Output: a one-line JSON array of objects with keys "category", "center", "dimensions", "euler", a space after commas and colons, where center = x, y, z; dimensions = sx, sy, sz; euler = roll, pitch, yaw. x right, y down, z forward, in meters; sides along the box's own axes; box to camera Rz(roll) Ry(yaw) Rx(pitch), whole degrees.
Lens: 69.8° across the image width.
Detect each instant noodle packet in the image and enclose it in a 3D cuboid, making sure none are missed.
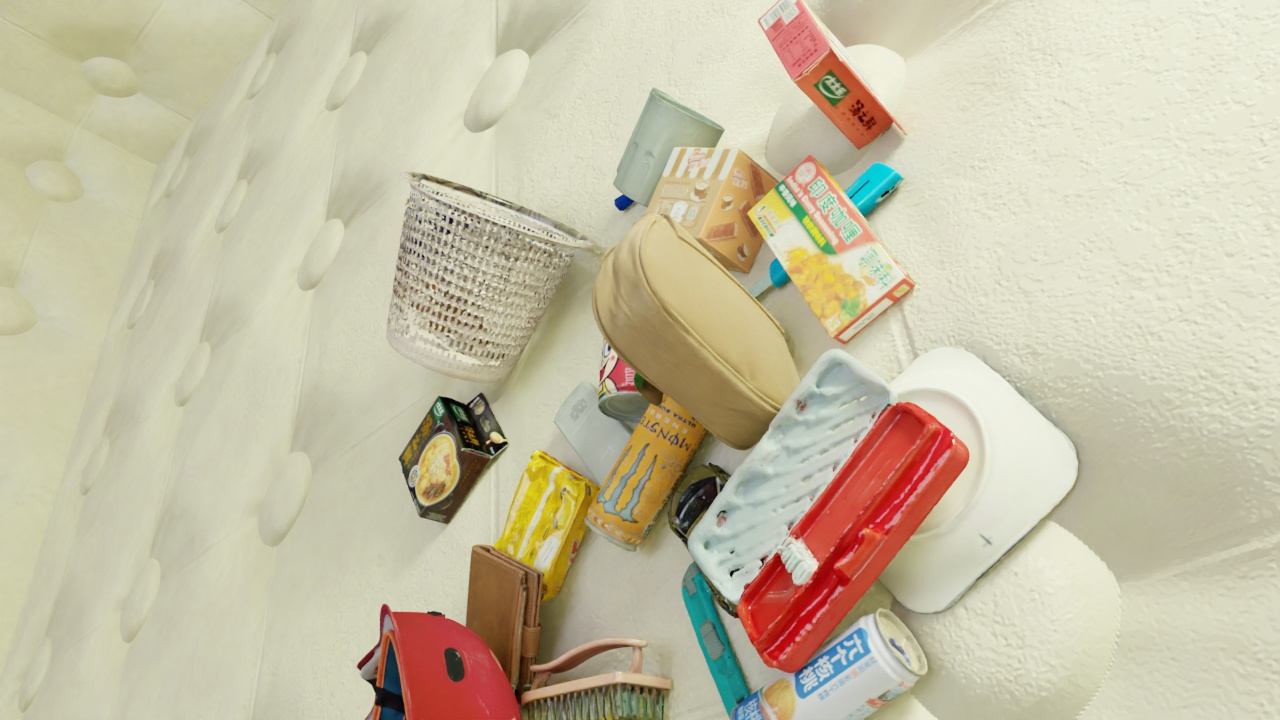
[{"category": "instant noodle packet", "center": [-0.095, 0.165, 0.910], "dimensions": [0.111, 0.044, 0.128], "euler": [22, 87, 49]}]

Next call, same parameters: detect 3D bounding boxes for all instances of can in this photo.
[{"category": "can", "center": [-0.005, 0.005, 0.888], "dimensions": [0.067, 0.066, 0.093], "euler": [-20, 54, 39]}, {"category": "can", "center": [0.009, 0.095, 0.823], "dimensions": [0.058, 0.058, 0.146], "euler": [30, 89, 51]}, {"category": "can", "center": [0.127, 0.226, 0.626], "dimensions": [0.135, 0.053, 0.053], "euler": [-43, 42, 21]}]

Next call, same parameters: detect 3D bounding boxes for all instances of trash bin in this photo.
[{"category": "trash bin", "center": [-0.191, -0.088, 1.050], "dimensions": [0.227, 0.227, 0.192], "euler": [35, 107, 51]}]

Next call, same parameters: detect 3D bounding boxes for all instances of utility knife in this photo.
[{"category": "utility knife", "center": [0.064, 0.234, 0.721], "dimensions": [0.029, 0.013, 0.178], "euler": [-46, 42, 20]}, {"category": "utility knife", "center": [0.147, -0.100, 0.825], "dimensions": [0.209, 0.018, 0.034], "euler": [-43, 43, 23]}]

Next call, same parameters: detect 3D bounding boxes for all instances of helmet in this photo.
[{"category": "helmet", "center": [-0.170, 0.330, 0.797], "dimensions": [0.207, 0.143, 0.240], "euler": [30, 111, 61]}]

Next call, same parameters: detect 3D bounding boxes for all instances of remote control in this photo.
[{"category": "remote control", "center": [-0.038, 0.078, 0.916], "dimensions": [0.058, 0.021, 0.150], "euler": [-53, 40, 8]}]

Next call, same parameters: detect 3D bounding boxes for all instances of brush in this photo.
[{"category": "brush", "center": [-0.046, 0.279, 0.777], "dimensions": [0.146, 0.063, 0.073], "euler": [-26, 55, 38]}]

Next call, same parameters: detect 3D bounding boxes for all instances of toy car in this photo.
[{"category": "toy car", "center": [0.067, 0.144, 0.752], "dimensions": [0.070, 0.042, 0.158], "euler": [-52, 37, 10]}]

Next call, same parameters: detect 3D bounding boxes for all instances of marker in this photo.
[{"category": "marker", "center": [0.028, -0.210, 1.017], "dimensions": [0.146, 0.017, 0.016], "euler": [-31, 48, 32]}]

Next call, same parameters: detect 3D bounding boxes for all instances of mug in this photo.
[{"category": "mug", "center": [0.021, -0.223, 0.970], "dimensions": [0.103, 0.083, 0.124], "euler": [-63, 34, 19]}]

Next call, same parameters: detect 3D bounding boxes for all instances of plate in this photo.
[{"category": "plate", "center": [0.201, 0.076, 0.650], "dimensions": [0.164, 0.034, 0.163], "euler": [-50, 40, 13]}]

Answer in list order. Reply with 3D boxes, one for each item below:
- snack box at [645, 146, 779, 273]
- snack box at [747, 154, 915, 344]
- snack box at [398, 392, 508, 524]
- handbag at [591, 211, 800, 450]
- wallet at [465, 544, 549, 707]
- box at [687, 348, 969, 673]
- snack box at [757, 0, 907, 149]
[{"category": "snack box", "center": [0.069, -0.146, 0.888], "dimensions": [0.093, 0.077, 0.094], "euler": [17, 82, 50]}, {"category": "snack box", "center": [0.158, -0.096, 0.781], "dimensions": [0.077, 0.027, 0.155], "euler": [-42, 54, 22]}, {"category": "snack box", "center": [-0.224, 0.108, 1.083], "dimensions": [0.126, 0.053, 0.113], "euler": [-56, 39, 15]}, {"category": "handbag", "center": [0.044, -0.020, 0.749], "dimensions": [0.100, 0.204, 0.147], "euler": [-32, 31, 28]}, {"category": "wallet", "center": [-0.131, 0.255, 0.878], "dimensions": [0.119, 0.035, 0.130], "euler": [10, 97, 45]}, {"category": "box", "center": [0.124, 0.102, 0.657], "dimensions": [0.201, 0.050, 0.160], "euler": [-54, 32, 9]}, {"category": "snack box", "center": [0.168, -0.251, 0.813], "dimensions": [0.044, 0.113, 0.127], "euler": [-38, 45, 24]}]
